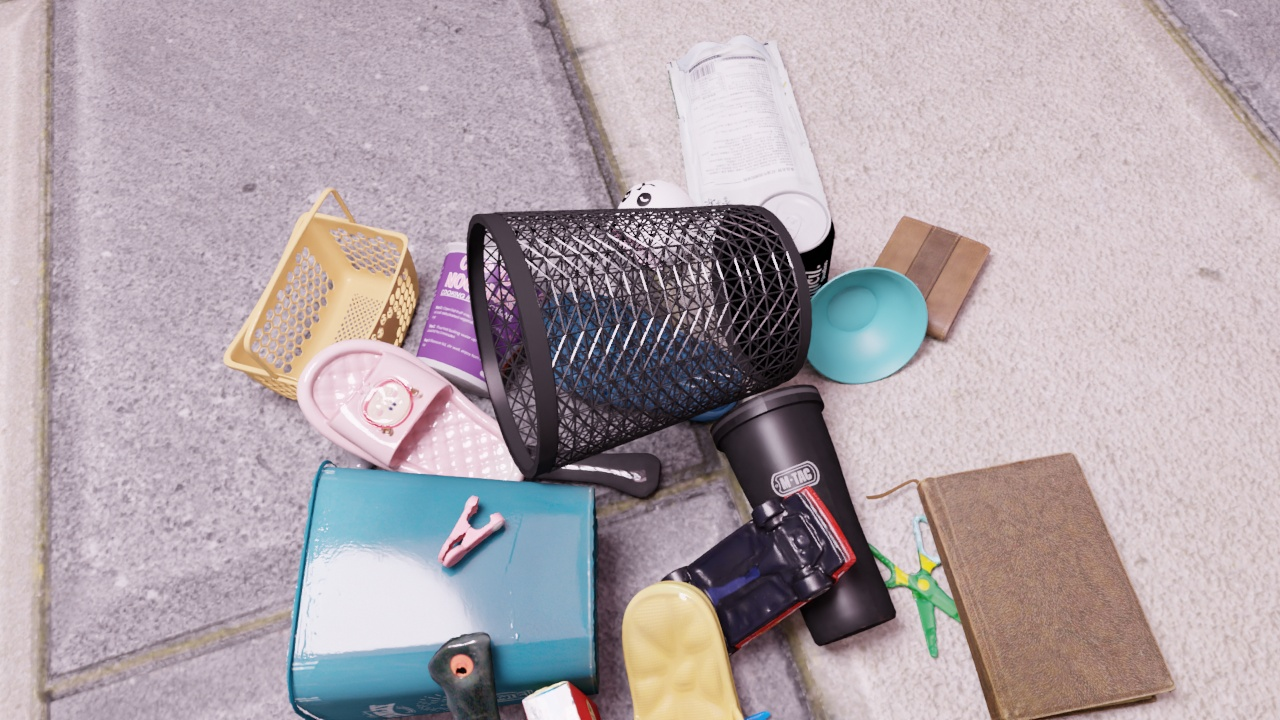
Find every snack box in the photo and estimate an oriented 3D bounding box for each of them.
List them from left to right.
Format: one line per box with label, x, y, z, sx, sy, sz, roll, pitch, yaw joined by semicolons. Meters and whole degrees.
snack box;-0.036;0.327;0.695;0.040;0.143;0.145;-23;63;-4

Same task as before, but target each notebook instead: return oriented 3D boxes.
notebook;0.315;0.190;0.778;0.190;0.034;0.215;-8;63;-3

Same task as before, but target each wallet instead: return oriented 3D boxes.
wallet;0.287;-0.085;0.933;0.099;0.027;0.121;25;69;20

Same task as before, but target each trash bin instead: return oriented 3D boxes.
trash bin;-0.144;0.193;0.757;0.218;0.197;0.198;-1;63;-1
trash bin;-0.002;-0.034;0.784;0.243;0.217;0.216;-12;61;-19

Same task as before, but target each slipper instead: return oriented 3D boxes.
slipper;-0.203;0.056;0.839;0.221;0.056;0.106;32;71;-5
slipper;-0.005;0.005;0.903;0.214;0.059;0.103;20;71;0
slipper;0.038;0.304;0.703;0.100;0.078;0.263;-15;80;17

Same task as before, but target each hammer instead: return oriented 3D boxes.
hammer;-0.135;0.092;0.890;0.311;0.029;0.124;4;65;8
hammer;-0.097;0.356;0.656;0.133;0.033;0.333;-11;96;0

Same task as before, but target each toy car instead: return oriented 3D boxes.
toy car;0.089;0.183;0.758;0.190;0.056;0.081;-44;64;28

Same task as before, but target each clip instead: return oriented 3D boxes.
clip;-0.124;0.130;0.684;0.050;0.023;0.058;9;56;-2

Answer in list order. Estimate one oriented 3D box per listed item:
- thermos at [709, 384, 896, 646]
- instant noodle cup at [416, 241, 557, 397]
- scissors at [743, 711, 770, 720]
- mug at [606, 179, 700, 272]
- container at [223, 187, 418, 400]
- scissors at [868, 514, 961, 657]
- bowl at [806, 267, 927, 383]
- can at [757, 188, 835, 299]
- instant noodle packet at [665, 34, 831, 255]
thermos;0.144;0.131;0.802;0.106;0.106;0.218;-19;68;-4
instant noodle cup;-0.157;-0.031;0.919;0.136;0.122;0.121;29;75;-28
scissors;0.050;0.322;0.761;0.129;0.013;0.125;-35;65;-7
mug;0.009;-0.148;0.969;0.076;0.090;0.124;-52;37;-10
container;-0.310;-0.055;0.906;0.129;0.167;0.183;13;65;12
scissors;0.253;0.192;0.805;0.130;0.012;0.116;37;72;22
bowl;0.211;-0.041;0.891;0.121;0.121;0.046;-9;27;2
can;0.142;-0.093;0.885;0.080;0.146;0.080;-3;63;5
instant noodle packet;0.115;-0.241;1.025;0.147;0.057;0.268;-11;68;4
